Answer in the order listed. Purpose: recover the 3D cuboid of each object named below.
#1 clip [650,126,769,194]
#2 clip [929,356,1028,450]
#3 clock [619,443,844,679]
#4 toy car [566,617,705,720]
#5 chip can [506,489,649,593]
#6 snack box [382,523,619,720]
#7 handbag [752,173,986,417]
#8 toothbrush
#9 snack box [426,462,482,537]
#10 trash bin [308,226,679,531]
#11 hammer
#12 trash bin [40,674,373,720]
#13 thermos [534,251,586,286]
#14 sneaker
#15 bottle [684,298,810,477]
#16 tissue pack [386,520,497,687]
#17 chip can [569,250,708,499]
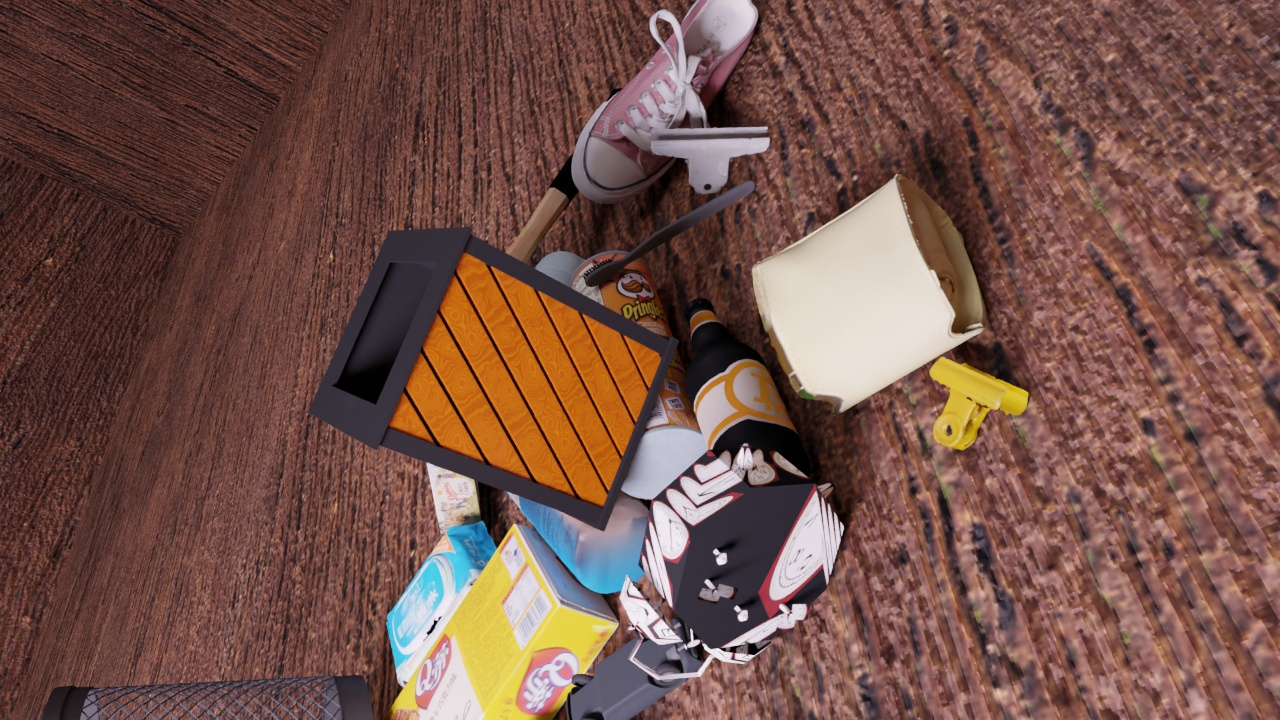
[{"bbox_3d":[0.059,-0.170,0.793,0.050,0.102,0.058,-92,1,-52],"label":"clip"},{"bbox_3d":[0.183,0.024,0.519,0.049,0.045,0.054,-38,35,-10],"label":"clip"},{"bbox_3d":[0.053,0.130,0.537,0.155,0.114,0.065,-59,34,7],"label":"clock"},{"bbox_3d":[-0.004,0.216,0.619,0.112,0.034,0.046,-40,35,18],"label":"toy car"},{"bbox_3d":[-0.068,0.099,0.751,0.080,0.079,0.229,-60,35,2],"label":"chip can"},{"bbox_3d":[-0.121,0.254,0.721,0.230,0.061,0.110,-56,35,8],"label":"snack box"},{"bbox_3d":[0.142,-0.037,0.576,0.120,0.081,0.111,-32,51,33],"label":"handbag"},{"bbox_3d":[0.025,-0.106,0.762,0.167,0.013,0.013,-31,36,-7],"label":"toothbrush"},{"bbox_3d":[-0.183,0.072,0.874,0.143,0.041,0.147,-110,16,-48],"label":"snack box"},{"bbox_3d":[-0.102,0.011,0.633,0.140,0.171,0.139,10,76,55],"label":"trash bin"},{"bbox_3d":[-0.090,-0.149,0.910,0.327,0.039,0.131,-61,7,-27],"label":"hammer"},{"bbox_3d":[-0.338,0.360,0.728,0.218,0.227,0.217,-179,90,-66],"label":"trash bin"},{"bbox_3d":[-0.093,-0.027,0.825,0.078,0.065,0.206,-12,32,23],"label":"thermos"},{"bbox_3d":[0.029,-0.244,0.840,0.241,0.118,0.088,-53,17,2],"label":"sneaker"},{"bbox_3d":[0.063,0.018,0.650,0.059,0.059,0.181,-44,38,23],"label":"bottle"},{"bbox_3d":[-0.169,0.221,0.806,0.144,0.061,0.093,-57,35,8],"label":"tissue pack"},{"bbox_3d":[-0.004,0.004,0.733,0.075,0.075,0.214,-44,38,24],"label":"chip can"}]
